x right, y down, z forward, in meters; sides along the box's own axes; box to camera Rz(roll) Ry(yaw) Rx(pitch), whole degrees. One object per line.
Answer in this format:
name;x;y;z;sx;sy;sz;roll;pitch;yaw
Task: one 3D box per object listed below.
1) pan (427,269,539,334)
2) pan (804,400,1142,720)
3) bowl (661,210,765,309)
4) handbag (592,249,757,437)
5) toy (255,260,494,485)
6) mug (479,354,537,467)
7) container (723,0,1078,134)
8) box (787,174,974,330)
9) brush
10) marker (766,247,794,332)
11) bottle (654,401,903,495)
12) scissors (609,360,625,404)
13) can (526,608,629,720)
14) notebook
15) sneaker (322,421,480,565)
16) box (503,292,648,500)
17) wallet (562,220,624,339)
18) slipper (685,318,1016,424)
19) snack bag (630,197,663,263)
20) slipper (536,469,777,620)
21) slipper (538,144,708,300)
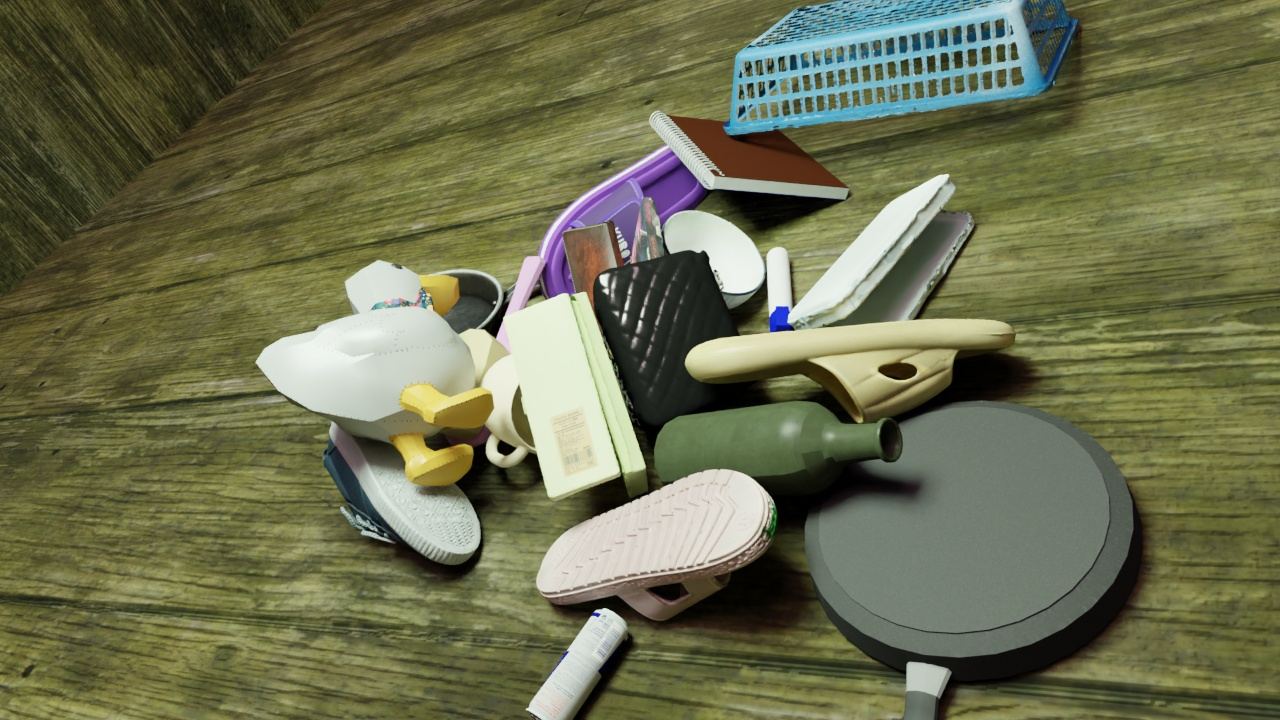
pan;-0.179;-0.080;1.141;0.357;0.055;0.187;-16;37;-1
pan;0.200;0.162;0.609;0.226;0.034;0.355;-1;44;34
bowl;0.064;-0.093;0.959;0.117;0.118;0.062;-76;13;-44
handbag;0.034;-0.015;0.861;0.125;0.115;0.153;-21;74;-6
toy;-0.247;-0.004;0.901;0.246;0.141;0.267;-8;46;-42
mug;-0.116;0.050;0.909;0.100;0.096;0.120;8;65;54
container;0.293;-0.365;1.060;0.363;0.089;0.256;1;33;32
box;0.219;-0.101;0.866;0.123;0.083;0.215;13;54;39
brush;-0.164;-0.018;0.994;0.089;0.043;0.228;6;71;47
marker;0.141;-0.068;0.924;0.023;0.027;0.132;1;42;5
bottle;0.104;0.070;0.713;0.207;0.071;0.071;-11;38;46
scissors;-0.011;0.002;0.956;0.160;0.025;0.171;6;45;47
can;-0.046;0.234;0.693;0.032;0.032;0.095;12;53;42
notebook;0.119;-0.241;1.069;0.171;0.022;0.209;1;31;-19
sneaker;-0.247;0.136;0.904;0.235;0.089;0.087;39;114;37
box;-0.052;0.036;0.832;0.091;0.083;0.187;-21;63;10
wallet;-0.043;-0.085;0.991;0.072;0.123;0.019;-5;12;41
slipper;0.168;0.014;0.751;0.261;0.111;0.079;-4;86;7
snack bag;0.005;-0.098;0.948;0.018;0.155;0.074;-5;68;-7
slipper;0.017;0.153;0.722;0.240;0.064;0.094;-23;31;39
slipper;0.000;-0.159;1.069;0.265;0.107;0.084;-42;38;-23
